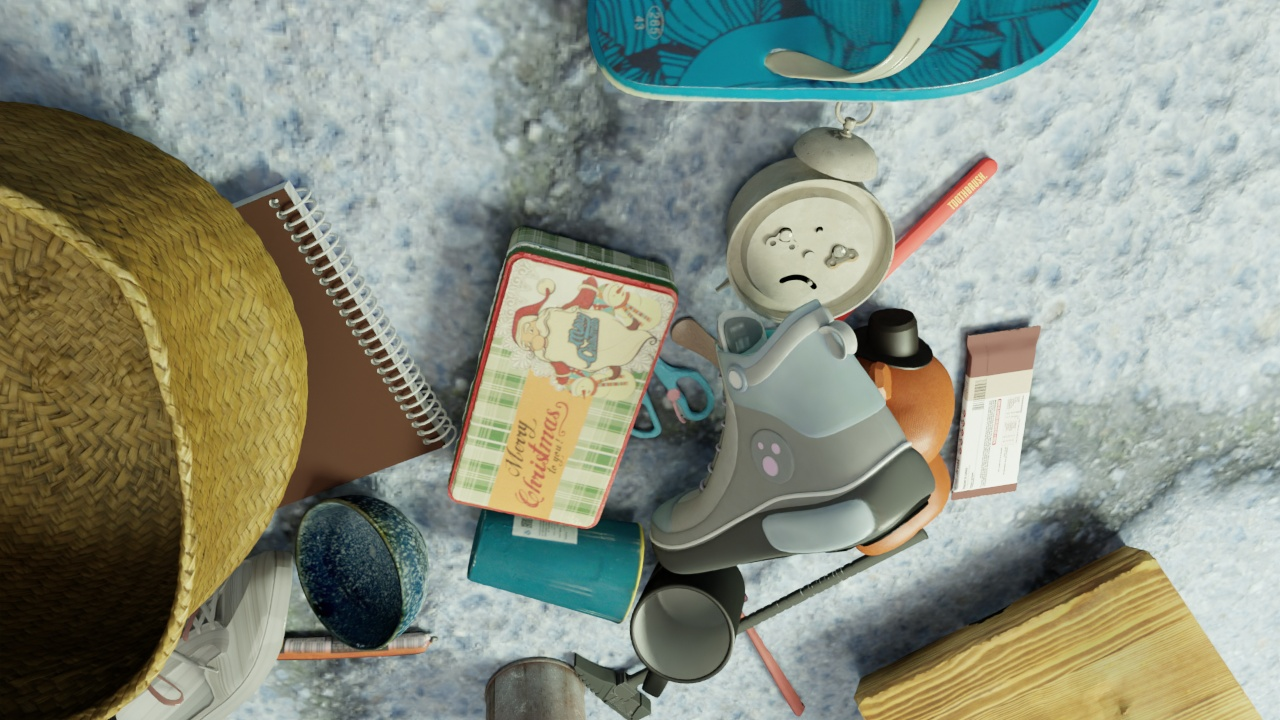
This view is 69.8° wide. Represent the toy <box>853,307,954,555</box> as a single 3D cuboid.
[{"bbox_3d":[0.180,0.047,0.650,0.096,0.111,0.176,16,120,19],"label":"toy"}]

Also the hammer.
[{"bbox_3d":[0.090,0.214,0.770,0.326,0.015,0.095,-33,118,19],"label":"hammer"}]

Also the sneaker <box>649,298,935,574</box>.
[{"bbox_3d":[0.066,0.054,0.622,0.092,0.257,0.160,-26,91,-36],"label":"sneaker"}]

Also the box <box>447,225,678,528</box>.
[{"bbox_3d":[-0.056,0.018,0.625,0.117,0.050,0.206,16,119,-10],"label":"box"}]

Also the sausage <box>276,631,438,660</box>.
[{"bbox_3d":[-0.245,0.235,0.754,0.155,0.020,0.020,0,121,-8],"label":"sausage"}]

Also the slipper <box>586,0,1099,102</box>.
[{"bbox_3d":[0.118,-0.198,0.494,0.295,0.060,0.118,-7,95,0],"label":"slipper"}]

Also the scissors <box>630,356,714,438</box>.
[{"bbox_3d":[-0.008,0.003,0.653,0.076,0.015,0.141,-31,114,13],"label":"scissors"}]

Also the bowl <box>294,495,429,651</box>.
[{"bbox_3d":[-0.194,0.148,0.676,0.114,0.060,0.114,7,104,31],"label":"bowl"}]

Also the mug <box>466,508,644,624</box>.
[{"bbox_3d":[-0.066,0.149,0.697,0.121,0.078,0.078,15,118,-11],"label":"mug"}]

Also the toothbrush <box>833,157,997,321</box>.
[{"bbox_3d":[0.162,-0.055,0.625,0.012,0.018,0.213,38,106,-21],"label":"toothbrush"}]

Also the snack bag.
[{"bbox_3d":[0.274,0.044,0.713,0.057,0.013,0.158,-8,122,-1],"label":"snack bag"}]

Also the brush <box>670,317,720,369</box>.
[{"bbox_3d":[0.076,0.011,0.664,0.135,0.015,0.050,33,111,-24],"label":"brush"}]

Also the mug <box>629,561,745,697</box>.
[{"bbox_3d":[0.032,0.209,0.718,0.078,0.087,0.114,26,104,7],"label":"mug"}]

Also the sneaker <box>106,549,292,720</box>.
[{"bbox_3d":[-0.347,0.218,0.684,0.089,0.099,0.237,26,117,-37],"label":"sneaker"}]

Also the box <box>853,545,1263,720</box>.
[{"bbox_3d":[0.406,0.365,0.870,0.279,0.286,0.336,-31,162,9],"label":"box"}]

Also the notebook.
[{"bbox_3d":[-0.245,0.002,0.611,0.172,0.022,0.209,-20,122,6],"label":"notebook"}]

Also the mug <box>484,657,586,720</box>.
[{"bbox_3d":[-0.081,0.336,0.789,0.096,0.110,0.123,-27,121,15],"label":"mug"}]

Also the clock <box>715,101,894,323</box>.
[{"bbox_3d":[0.109,-0.097,0.577,0.103,0.061,0.157,10,127,-10],"label":"clock"}]

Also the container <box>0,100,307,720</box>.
[{"bbox_3d":[-0.339,0.014,0.477,0.307,0.196,0.307,0,110,-1],"label":"container"}]

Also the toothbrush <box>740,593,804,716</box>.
[{"bbox_3d":[0.113,0.259,0.821,0.016,0.016,0.190,-27,121,3],"label":"toothbrush"}]
